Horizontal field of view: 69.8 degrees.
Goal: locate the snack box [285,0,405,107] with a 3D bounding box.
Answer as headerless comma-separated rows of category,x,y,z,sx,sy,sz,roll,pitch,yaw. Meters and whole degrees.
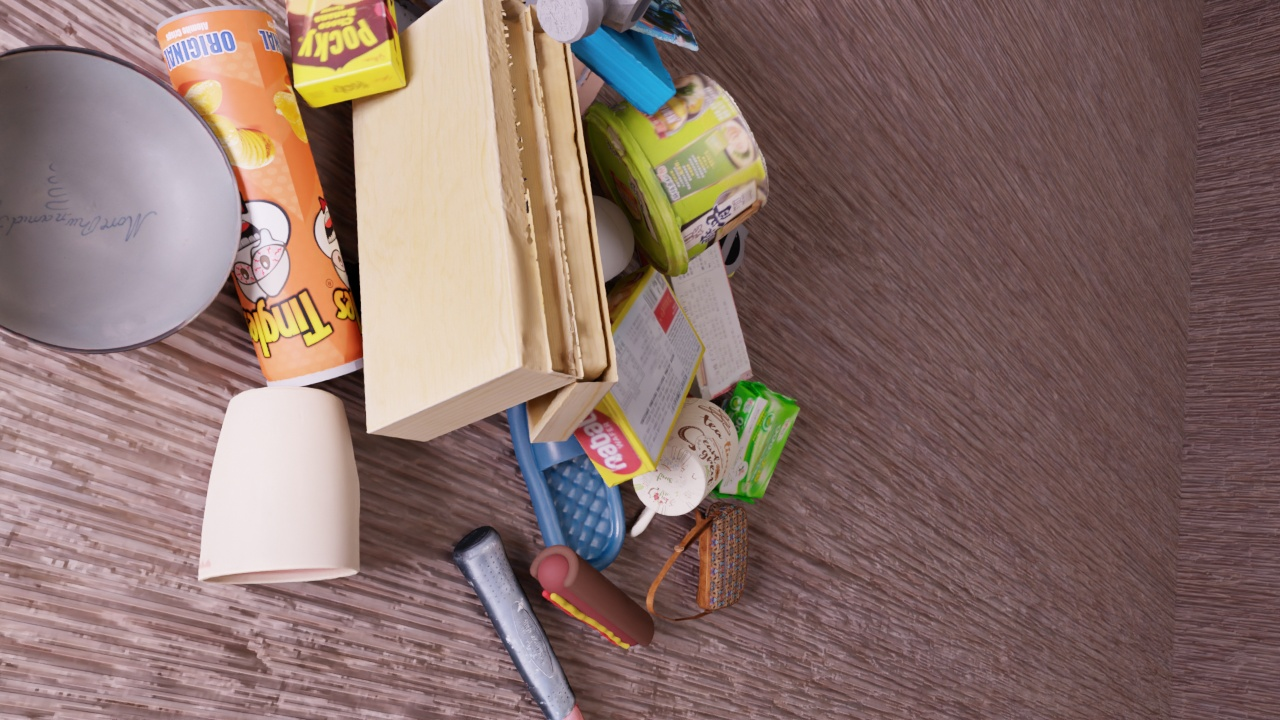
snack box,-0.184,-0.230,0.559,0.026,0.061,0.148,69,9,-74

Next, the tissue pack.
tissue pack,0.102,0.077,0.866,0.099,0.034,0.114,19,95,-55

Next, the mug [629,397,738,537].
mug,0.023,0.098,0.767,0.081,0.122,0.097,36,20,4

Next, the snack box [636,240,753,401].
snack box,0.035,-0.100,0.830,0.076,0.044,0.273,-26,105,-39

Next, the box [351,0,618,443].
box,-0.086,-0.085,0.559,0.148,0.141,0.248,8,66,-42

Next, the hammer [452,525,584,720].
hammer,-0.055,0.264,0.712,0.140,0.036,0.326,-40,115,-40

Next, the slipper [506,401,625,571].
slipper,-0.049,0.065,0.715,0.103,0.059,0.214,-13,98,-45

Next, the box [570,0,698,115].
box,-0.026,-0.291,0.676,0.091,0.066,0.243,30,33,-41

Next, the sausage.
sausage,-0.034,0.187,0.710,0.155,0.040,0.040,53,50,-48

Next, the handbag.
handbag,0.042,0.182,0.787,0.195,0.043,0.093,-8,100,-64

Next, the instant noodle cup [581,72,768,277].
instant noodle cup,0.029,-0.147,0.709,0.098,0.146,0.146,-29,113,-7

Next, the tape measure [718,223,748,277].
tape measure,0.078,-0.118,0.895,0.064,0.017,0.064,43,57,-36

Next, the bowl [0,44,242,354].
bowl,-0.288,-0.077,0.468,0.150,0.057,0.150,4,84,-46

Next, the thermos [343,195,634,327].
thermos,-0.104,-0.067,0.662,0.229,0.069,0.101,-37,102,-41

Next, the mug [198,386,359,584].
mug,-0.201,0.076,0.542,0.111,0.085,0.104,44,40,-69

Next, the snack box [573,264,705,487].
snack box,-0.004,0.004,0.711,0.092,0.042,0.200,58,26,-17

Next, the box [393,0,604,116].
box,-0.121,-0.231,0.669,0.216,0.063,0.157,30,74,-42

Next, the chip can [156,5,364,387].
chip can,-0.218,-0.091,0.539,0.062,0.062,0.210,-24,104,-46

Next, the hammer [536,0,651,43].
hammer,-0.114,-0.319,0.573,0.312,0.035,0.139,42,43,4
